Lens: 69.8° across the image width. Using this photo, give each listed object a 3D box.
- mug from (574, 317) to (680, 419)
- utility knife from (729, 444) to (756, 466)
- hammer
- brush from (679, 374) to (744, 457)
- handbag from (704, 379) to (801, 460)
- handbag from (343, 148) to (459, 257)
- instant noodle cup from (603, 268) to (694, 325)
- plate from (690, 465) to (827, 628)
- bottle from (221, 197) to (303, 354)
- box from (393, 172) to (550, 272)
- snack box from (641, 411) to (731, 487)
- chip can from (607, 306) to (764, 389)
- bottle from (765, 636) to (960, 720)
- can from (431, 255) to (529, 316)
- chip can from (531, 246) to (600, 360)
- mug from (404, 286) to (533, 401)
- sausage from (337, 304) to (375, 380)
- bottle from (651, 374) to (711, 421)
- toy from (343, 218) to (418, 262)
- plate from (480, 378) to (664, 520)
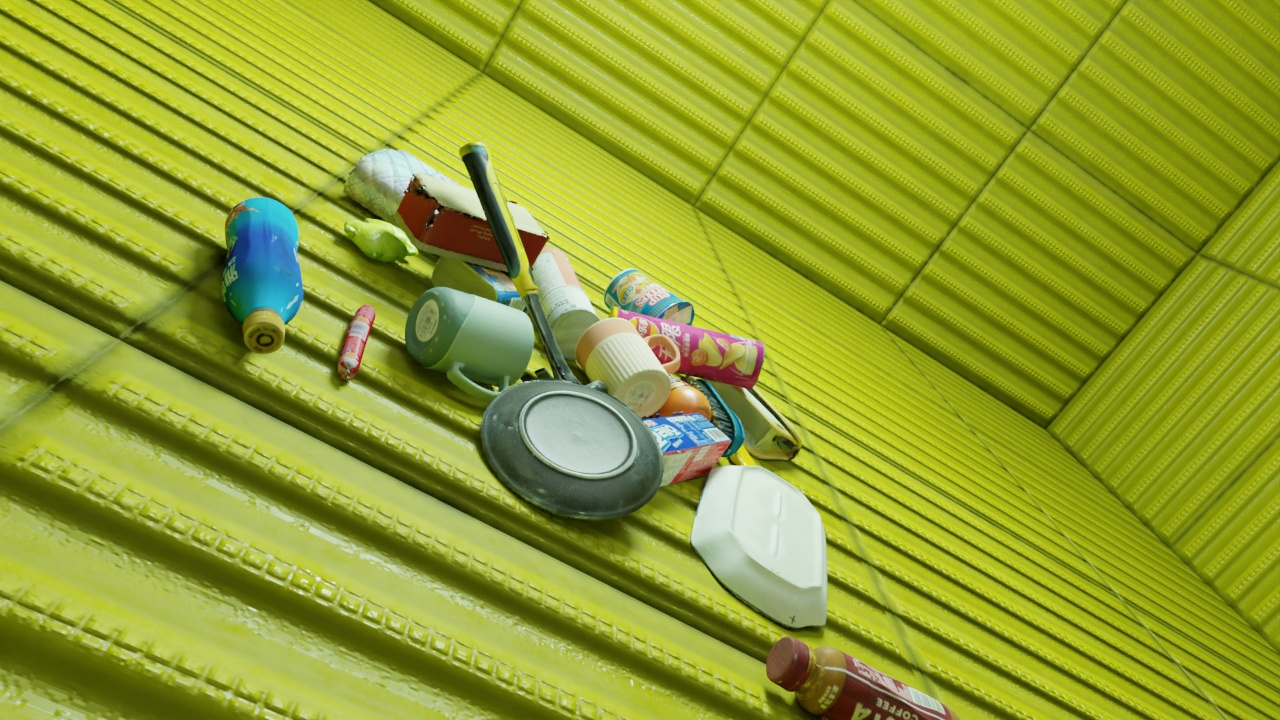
[{"bbox_3d":[-0.007,0.006,1.108,0.114,0.082,0.106,-18,43,-18],"label":"mug"},{"bbox_3d":[0.139,0.146,1.146,0.033,0.015,0.167,18,23,-27],"label":"utility knife"},{"bbox_3d":[-0.130,-0.093,1.016,0.126,0.032,0.323,-10,76,-67],"label":"hammer"},{"bbox_3d":[0.094,0.074,1.185,0.073,0.055,0.143,19,22,-30],"label":"brush"},{"bbox_3d":[0.169,0.074,1.334,0.163,0.063,0.178,47,17,31],"label":"handbag"},{"bbox_3d":[-0.279,-0.199,1.216,0.194,0.076,0.134,33,21,0],"label":"handbag"},{"bbox_3d":[0.006,-0.074,1.324,0.110,0.099,0.099,43,19,29],"label":"instant noodle cup"},{"bbox_3d":[0.139,0.183,0.982,0.162,0.034,0.265,33,20,1],"label":"plate"},{"bbox_3d":[-0.326,-0.074,0.792,0.065,0.065,0.218,23,20,-33],"label":"bottle"},{"bbox_3d":[-0.195,-0.167,1.087,0.168,0.077,0.091,11,30,-44],"label":"box"},{"bbox_3d":[0.027,0.097,0.995,0.057,0.058,0.207,41,18,22],"label":"snack box"},{"bbox_3d":[0.057,-0.016,1.235,0.210,0.071,0.071,12,21,-10],"label":"chip can"},{"bbox_3d":[0.187,0.286,0.773,0.175,0.057,0.057,30,17,-13],"label":"bottle"},{"bbox_3d":[-0.189,-0.089,1.108,0.102,0.057,0.083,39,20,19],"label":"can"},{"bbox_3d":[-0.107,-0.082,1.217,0.071,0.071,0.214,25,19,-28],"label":"chip can"},{"bbox_3d":[-0.169,-0.012,0.907,0.106,0.082,0.111,18,47,-45],"label":"mug"},{"bbox_3d":[-0.261,-0.019,0.844,0.020,0.020,0.155,28,18,-20],"label":"sausage"},{"bbox_3d":[0.024,0.040,1.152,0.066,0.067,0.149,16,18,-46],"label":"bottle"},{"bbox_3d":[-0.305,-0.143,1.083,0.096,0.031,0.100,27,17,-28],"label":"toy"},{"bbox_3d":[-0.059,0.073,0.853,0.179,0.024,0.179,14,38,-12],"label":"plate"}]
